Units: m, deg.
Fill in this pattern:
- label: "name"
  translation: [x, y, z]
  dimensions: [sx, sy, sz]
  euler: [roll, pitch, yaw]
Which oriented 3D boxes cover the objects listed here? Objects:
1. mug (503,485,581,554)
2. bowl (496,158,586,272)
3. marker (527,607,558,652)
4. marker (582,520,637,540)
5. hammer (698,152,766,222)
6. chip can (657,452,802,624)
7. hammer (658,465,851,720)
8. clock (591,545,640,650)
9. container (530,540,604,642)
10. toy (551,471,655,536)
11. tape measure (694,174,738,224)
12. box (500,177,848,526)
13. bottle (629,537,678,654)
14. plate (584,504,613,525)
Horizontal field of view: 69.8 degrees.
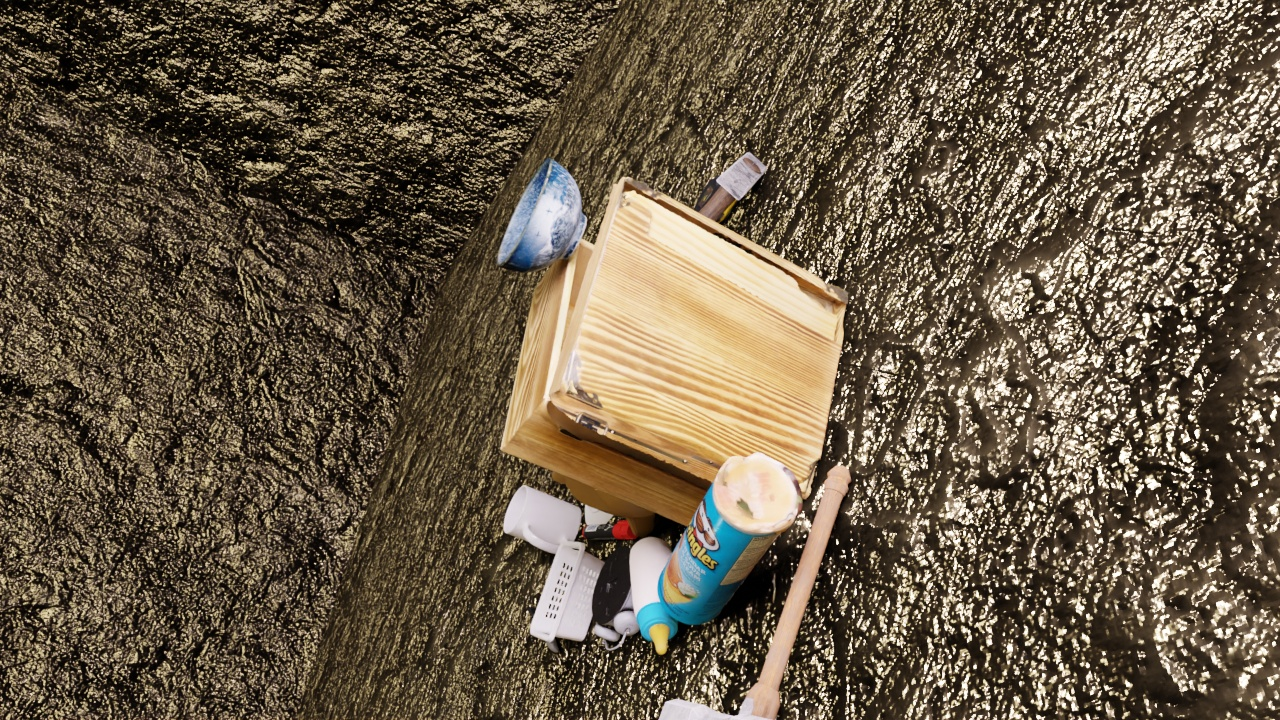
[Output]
- label: "mug"
  translation: [-0.141, 0.241, 1.333]
  dimensions: [0.074, 0.090, 0.110]
  euler: [-59, 21, 15]
- label: "bowl"
  translation: [-0.089, -0.131, 0.891]
  dimensions: [0.115, 0.060, 0.114]
  euler: [-53, 21, 30]
- label: "marker"
  translation: [-0.135, 0.370, 1.269]
  dimensions: [0.016, 0.022, 0.139]
  euler: [-56, 19, -4]
- label: "marker"
  translation: [-0.041, 0.224, 1.208]
  dimensions: [0.145, 0.021, 0.023]
  euler: [-22, 68, 61]
- label: "hammer"
  translation: [0.050, -0.148, 1.245]
  dimensions: [0.301, 0.037, 0.217]
  euler: [-48, 2, 25]
- label: "chip can"
  translation: [0.075, 0.168, 0.831]
  dimensions: [0.230, 0.080, 0.079]
  euler: [110, 172, -54]
- label: "hammer"
  translation: [0.120, 0.227, 0.758]
  dimensions: [0.163, 0.083, 0.316]
  euler: [-25, 36, 60]
- label: "clock"
  translation: [-0.021, 0.279, 1.078]
  dimensions: [0.095, 0.035, 0.122]
  euler: [-40, 32, 48]
- label: "container"
  translation: [-0.090, 0.305, 1.194]
  dimensions: [0.081, 0.049, 0.129]
  euler: [-17, 50, 63]
- label: "toy"
  translation: [-0.020, 0.120, 1.053]
  dimensions: [0.203, 0.162, 0.198]
  euler: [180, 76, -83]
- label: "tape measure"
  translation: [0.111, -0.235, 1.347]
  dimensions: [0.072, 0.042, 0.071]
  euler: [-61, 24, 16]
- label: "box"
  translation: [0.041, 0.012, 0.892]
  dimensions: [0.216, 0.279, 0.256]
  euler: [-44, 29, 41]
- label: "bottle"
  translation: [0.017, 0.256, 0.988]
  dimensions: [0.051, 0.051, 0.146]
  euler: [-54, 23, 26]
- label: "plate"
  translation: [-0.049, 0.174, 1.301]
  dimensions: [0.135, 0.011, 0.134]
  euler: [-51, 24, 33]
